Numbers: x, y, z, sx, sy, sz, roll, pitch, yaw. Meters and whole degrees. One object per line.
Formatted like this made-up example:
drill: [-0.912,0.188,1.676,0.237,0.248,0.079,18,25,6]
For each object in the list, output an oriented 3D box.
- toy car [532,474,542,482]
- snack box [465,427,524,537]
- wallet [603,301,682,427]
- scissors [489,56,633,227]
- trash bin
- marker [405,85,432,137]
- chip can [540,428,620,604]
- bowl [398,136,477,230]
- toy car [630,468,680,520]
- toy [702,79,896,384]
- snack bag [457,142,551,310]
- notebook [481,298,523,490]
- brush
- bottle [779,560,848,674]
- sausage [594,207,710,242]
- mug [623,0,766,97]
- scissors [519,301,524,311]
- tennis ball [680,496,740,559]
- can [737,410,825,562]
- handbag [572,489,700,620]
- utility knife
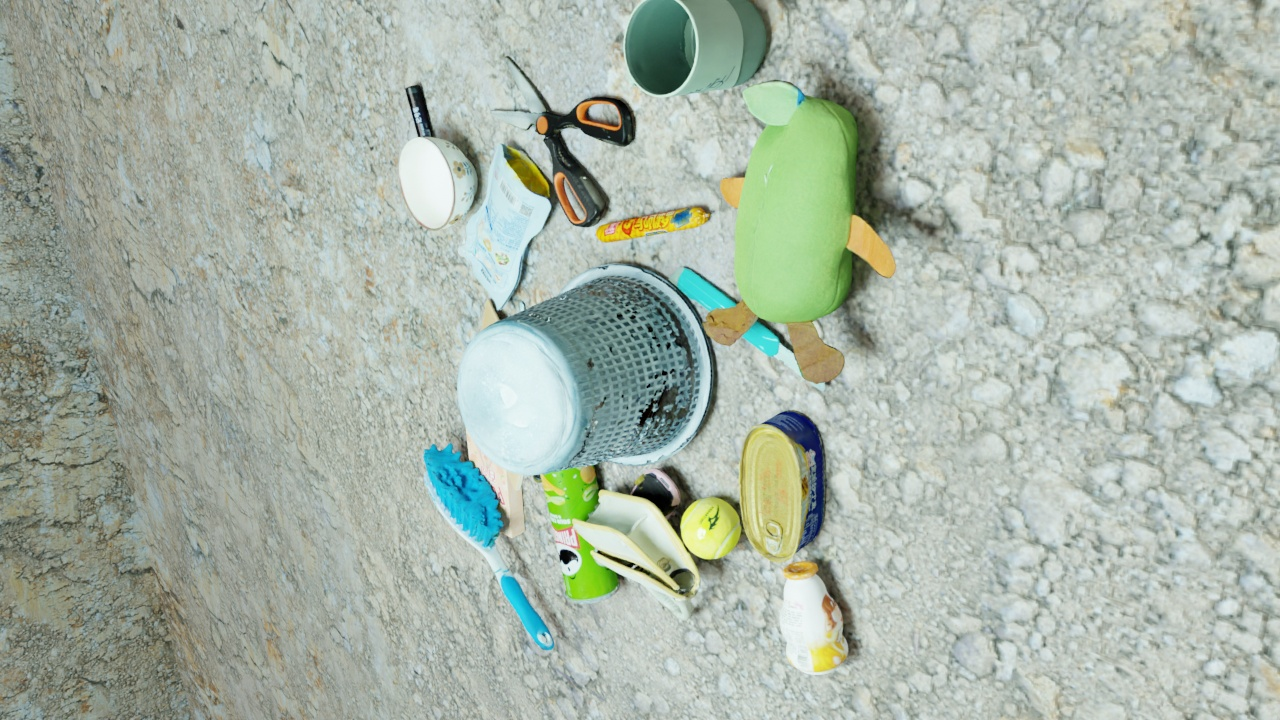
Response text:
toy car: [-0.142,0.119,1.199,0.091,0.036,0.043,42,130,26]
snack box: [-0.203,0.164,1.286,0.084,0.026,0.157,17,118,40]
wallet: [-0.006,0.006,1.031,0.096,0.020,0.123,38,129,21]
scissors: [-0.085,-0.251,1.004,0.223,0.021,0.221,-19,87,45]
trash bin: [-0.068,0.022,0.936,0.227,0.194,0.227,7,104,31]
marker: [-0.275,-0.285,1.177,0.022,0.020,0.132,-153,49,-71]
chip can: [-0.082,0.180,1.140,0.072,0.072,0.236,1,106,45]
bowl: [-0.243,-0.222,1.139,0.114,0.062,0.113,18,118,38]
toy car: [0.014,0.165,1.066,0.056,0.037,0.123,49,146,16]
toy: [0.133,-0.110,0.793,0.227,0.089,0.247,33,124,45]
snack bag: [-0.168,-0.159,1.109,0.110,0.038,0.192,46,135,14]
notebook: [-0.175,0.042,1.167,0.207,0.008,0.148,59,142,41]
brush: [-0.206,0.257,1.274,0.314,0.060,0.110,48,140,17]
bottle: [0.171,0.259,0.927,0.063,0.063,0.108,-3,105,45]
sausage: [0.009,-0.140,0.952,0.165,0.021,0.021,-3,104,45]
mug: [0.042,-0.270,0.802,0.112,0.106,0.082,-20,93,47]
scissors: [-0.135,-0.005,1.158,0.128,0.017,0.134,54,132,16]
tennis ball: [0.075,0.180,0.987,0.065,0.065,0.065,20,120,39]
can: [0.141,0.125,0.911,0.075,0.049,0.148,14,116,41]
handbag: [0.007,0.238,1.050,0.179,0.063,0.164,55,159,-12]
utility knife: [0.104,-0.034,0.908,0.209,0.013,0.029,41,131,29]
